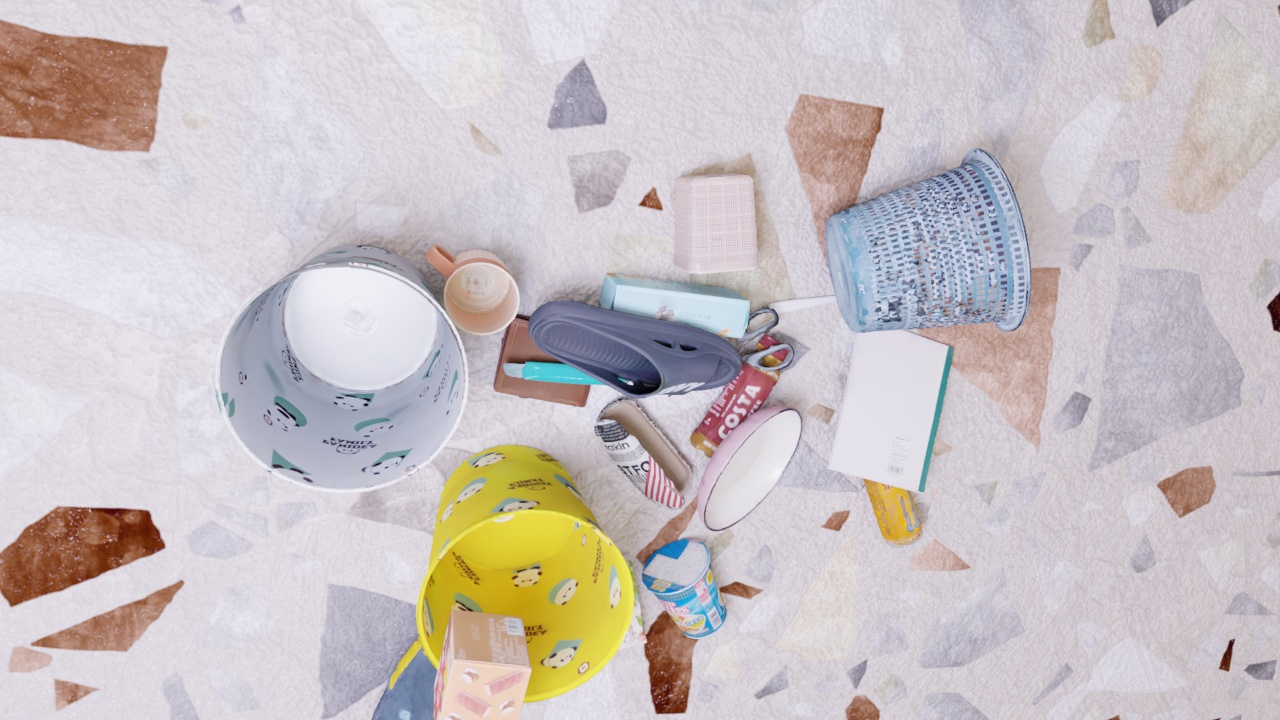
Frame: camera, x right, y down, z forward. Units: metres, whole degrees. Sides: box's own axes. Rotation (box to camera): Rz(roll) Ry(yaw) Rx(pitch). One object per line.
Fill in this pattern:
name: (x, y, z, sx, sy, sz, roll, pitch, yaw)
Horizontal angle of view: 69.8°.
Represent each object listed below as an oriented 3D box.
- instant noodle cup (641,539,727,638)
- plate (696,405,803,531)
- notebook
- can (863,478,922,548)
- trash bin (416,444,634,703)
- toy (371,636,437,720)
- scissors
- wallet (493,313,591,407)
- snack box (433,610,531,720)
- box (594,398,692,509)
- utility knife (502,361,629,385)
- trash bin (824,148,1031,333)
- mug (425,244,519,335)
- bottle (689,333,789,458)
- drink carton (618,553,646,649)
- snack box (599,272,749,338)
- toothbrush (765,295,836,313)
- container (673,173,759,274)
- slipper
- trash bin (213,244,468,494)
instant noodle cup: (0.068, 0.317, 1.250, 0.099, 0.099, 0.110, -28, 117, -4)
plate: (0.136, 0.134, 1.192, 0.192, 0.039, 0.193, -34, 145, -29)
notebook: (0.340, 0.062, 1.237, 0.150, 0.012, 0.209, 16, 83, -17)
can: (0.351, 0.189, 1.289, 0.058, 0.058, 0.146, -25, 110, -5)
trash bin: (-0.144, 0.229, 1.084, 0.229, 0.255, 0.230, -3, 107, -11)
toy: (-0.293, 0.498, 1.229, 0.137, 0.091, 0.357, -12, 113, -39)
scissors: (0.114, -0.001, 1.168, 0.163, 0.014, 0.165, 25, 82, 23)
wallet: (-0.115, 0.002, 1.144, 0.124, 0.032, 0.101, 12, 107, -15)
snack box: (-0.161, 0.319, 0.920, 0.077, 0.092, 0.094, 11, 103, -16)
box: (0.007, 0.118, 1.197, 0.163, 0.076, 0.086, 48, 52, -21)
utility knife: (-0.085, 0.015, 1.127, 0.174, 0.013, 0.029, 4, 111, -25)
trash bin: (0.337, -0.127, 1.125, 0.195, 0.226, 0.227, -12, 109, 4)
mug: (-0.198, -0.091, 1.055, 0.114, 0.106, 0.082, 38, 95, -20)
bottle: (0.132, 0.048, 1.197, 0.057, 0.057, 0.175, 29, 99, -19)
drink carton: (-0.027, 0.332, 1.254, 0.053, 0.045, 0.122, -12, 108, -8)
snack box: (0.041, -0.068, 1.132, 0.174, 0.074, 0.052, 6, 106, -14)
toothbrush: (0.250, -0.079, 1.207, 0.180, 0.016, 0.016, -9, 103, -10)
container: (0.089, -0.167, 1.107, 0.090, 0.090, 0.111, -5, 105, -11)
slipper: (-0.006, 0.006, 1.087, 0.268, 0.083, 0.111, 15, 144, -21)
trash bin: (-0.304, -0.013, 0.977, 0.229, 0.252, 0.230, -3, 107, -11)
